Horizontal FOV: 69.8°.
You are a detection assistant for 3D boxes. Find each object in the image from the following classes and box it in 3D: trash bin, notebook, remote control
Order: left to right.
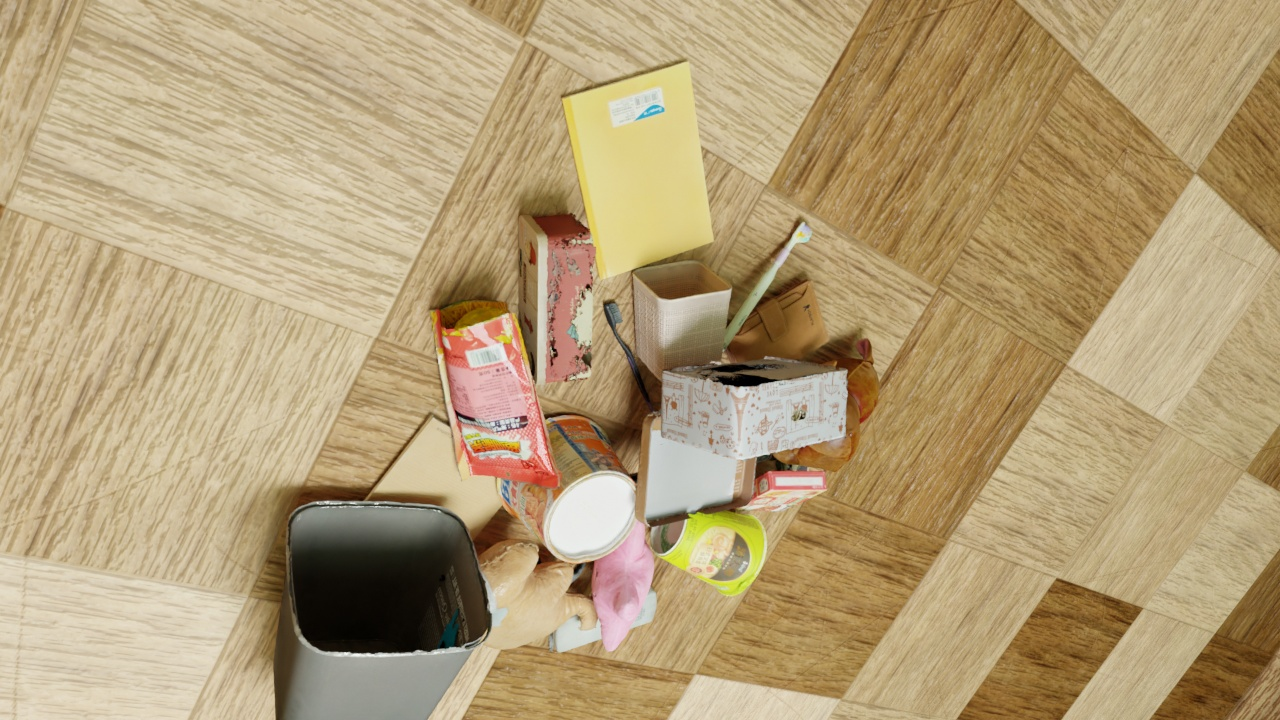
[{"bbox_3d":[-0.291,0.295,0.981,0.198,0.199,0.220,7,125,-28],"label":"trash bin"},{"bbox_3d":[-0.246,0.176,1.058,0.149,0.012,0.211,36,96,-37],"label":"notebook"},{"bbox_3d":[-0.047,0.345,1.231,0.149,0.021,0.058,-11,123,-28],"label":"remote control"},{"bbox_3d":[0.003,-0.200,0.988,0.145,0.010,0.206,-21,122,-15],"label":"notebook"}]

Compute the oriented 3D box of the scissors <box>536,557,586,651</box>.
[{"bbox_3d":[-0.111,0.308,1.193,0.165,0.014,0.163,31,101,-36],"label":"scissors"}]

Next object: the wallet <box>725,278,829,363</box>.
[{"bbox_3d":[0.169,-0.031,1.146,0.131,0.031,0.108,-32,126,-10],"label":"wallet"}]

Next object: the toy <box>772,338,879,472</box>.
[{"bbox_3d":[0.238,0.056,1.164,0.199,0.130,0.140,-38,151,-42],"label":"toy"}]

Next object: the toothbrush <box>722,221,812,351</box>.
[{"bbox_3d":[0.145,-0.086,1.085,0.189,0.020,0.029,-53,138,-11],"label":"toothbrush"}]

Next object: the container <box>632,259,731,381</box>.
[{"bbox_3d":[0.044,-0.043,1.043,0.089,0.090,0.111,-11,122,-22],"label":"container"}]

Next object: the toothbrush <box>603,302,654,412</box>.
[{"bbox_3d":[-0.006,0.006,1.088,0.016,0.014,0.189,-36,126,-19],"label":"toothbrush"}]

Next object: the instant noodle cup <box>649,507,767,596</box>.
[{"bbox_3d":[0.082,0.236,1.199,0.123,0.111,0.112,25,102,-26],"label":"instant noodle cup"}]

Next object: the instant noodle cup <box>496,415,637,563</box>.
[{"bbox_3d":[-0.076,0.154,1.062,0.151,0.111,0.151,-14,121,-25],"label":"instant noodle cup"}]

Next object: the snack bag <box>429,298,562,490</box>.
[{"bbox_3d":[-0.158,0.042,0.975,0.073,0.129,0.208,-49,135,-55],"label":"snack bag"}]

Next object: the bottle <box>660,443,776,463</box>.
[{"bbox_3d":[0.105,0.120,1.178,0.194,0.044,0.080,-6,99,-25],"label":"bottle"}]

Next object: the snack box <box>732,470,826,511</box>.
[{"bbox_3d":[0.176,0.170,1.185,0.075,0.153,0.025,2,71,-13],"label":"snack box"}]

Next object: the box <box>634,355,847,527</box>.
[{"bbox_3d":[0.114,0.097,1.010,0.180,0.158,0.205,-4,105,-40],"label":"box"}]

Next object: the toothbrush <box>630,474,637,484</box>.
[{"bbox_3d":[0.042,0.147,1.183,0.180,0.015,0.018,-5,126,-25],"label":"toothbrush"}]

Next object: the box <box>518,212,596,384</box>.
[{"bbox_3d":[-0.082,-0.065,0.966,0.077,0.091,0.168,-7,118,-20],"label":"box"}]

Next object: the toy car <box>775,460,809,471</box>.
[{"bbox_3d":[0.211,0.122,1.242,0.042,0.035,0.090,-11,117,-22],"label":"toy car"}]

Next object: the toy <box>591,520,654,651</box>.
[{"bbox_3d":[-0.023,0.259,1.138,0.074,0.178,0.195,8,149,-5],"label":"toy"}]

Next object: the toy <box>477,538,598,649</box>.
[{"bbox_3d":[-0.139,0.295,1.112,0.143,0.082,0.226,-37,140,6],"label":"toy"}]
